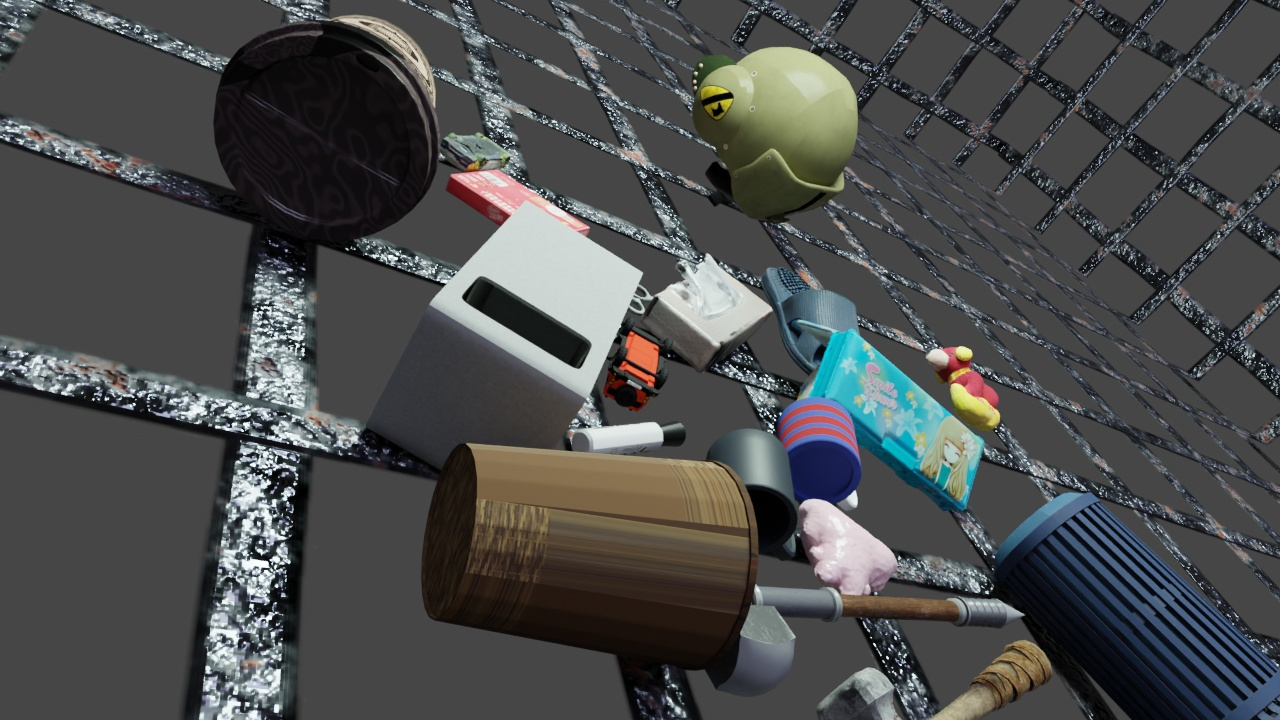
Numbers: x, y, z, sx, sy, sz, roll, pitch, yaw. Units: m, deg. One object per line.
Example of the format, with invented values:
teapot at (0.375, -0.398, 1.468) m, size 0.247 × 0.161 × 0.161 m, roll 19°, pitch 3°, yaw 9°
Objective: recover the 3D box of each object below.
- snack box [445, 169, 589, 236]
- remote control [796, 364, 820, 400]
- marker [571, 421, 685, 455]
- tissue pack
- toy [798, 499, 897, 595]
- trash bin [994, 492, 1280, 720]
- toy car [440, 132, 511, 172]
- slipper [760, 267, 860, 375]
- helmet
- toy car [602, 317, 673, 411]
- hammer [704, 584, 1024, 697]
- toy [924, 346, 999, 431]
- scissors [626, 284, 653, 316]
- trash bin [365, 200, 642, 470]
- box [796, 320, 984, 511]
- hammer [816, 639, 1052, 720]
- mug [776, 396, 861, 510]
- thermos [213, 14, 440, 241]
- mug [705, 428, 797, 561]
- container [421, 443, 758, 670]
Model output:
snack box at (-0.130, -0.161, 0.978) m, size 0.133 × 0.021 × 0.089 m, roll 34°, pitch 27°, yaw 15°
remote control at (0.184, 0.041, 0.997) m, size 0.018 × 0.038 × 0.125 m, roll 36°, pitch 27°, yaw 3°
marker at (-0.005, 0.065, 0.765) m, size 0.125 × 0.025 × 0.025 m, roll -1°, pitch 44°, yaw -49°
tissue pack at (0.077, -0.060, 1.016) m, size 0.104 × 0.071 × 0.180 m, roll 41°, pitch 32°, yaw 11°
toy at (0.169, 0.166, 0.766) m, size 0.099 × 0.053 × 0.095 m, roll 37°, pitch 30°, yaw 2°
trash bin at (0.466, 0.250, 0.868) m, size 0.139 × 0.139 × 0.249 m, roll 1°, pitch 40°, yaw -47°
toy car at (-0.186, -0.230, 1.032) m, size 0.048 × 0.033 × 0.105 m, roll 36°, pitch 23°, yaw 7°
slipper at (0.229, -0.057, 1.160) m, size 0.101 × 0.083 × 0.263 m, roll 23°, pitch 29°, yaw -26°
helmet at (0.187, -0.313, 1.308) m, size 0.249 × 0.256 × 0.233 m, roll -4°, pitch 43°, yaw -49°
toy car at (-0.005, 0.005, 0.836) m, size 0.051 × 0.049 × 0.100 m, roll 29°, pitch 28°, yaw -9°
hammer at (0.169, 0.182, 0.677) m, size 0.321 × 0.043 × 0.156 m, roll 10°, pitch 21°, yaw -26°
toy at (0.460, 0.039, 1.285) m, size 0.105 × 0.067 × 0.137 m, roll 18°, pitch 39°, yaw -37°
scissors at (-0.046, -0.093, 0.987) m, size 0.171 × 0.014 × 0.090 m, roll 35°, pitch 29°, yaw -5°
trash bin at (-0.092, -0.015, 0.698) m, size 0.114 × 0.115 × 0.228 m, roll 31°, pitch 27°, yaw -6°
box at (0.276, 0.045, 1.000) m, size 0.227 × 0.084 × 0.172 m, roll 37°, pitch 31°, yaw -21°
hammer at (0.256, 0.270, 0.710) m, size 0.318 × 0.049 × 0.121 m, roll 1°, pitch 45°, yaw -50°
mug at (0.177, 0.100, 0.873) m, size 0.112 × 0.075 × 0.076 m, roll 55°, pitch 21°, yaw -21°
thermos at (-0.256, -0.220, 0.805) m, size 0.172 × 0.173 × 0.226 m, roll 25°, pitch 23°, yaw -18°
mug at (0.098, 0.119, 0.758) m, size 0.105 × 0.071 × 0.077 m, roll 54°, pitch 20°, yaw -23°
container at (-0.036, 0.113, 0.555) m, size 0.167 × 0.132 × 0.132 m, roll 13°, pitch 34°, yaw -25°
